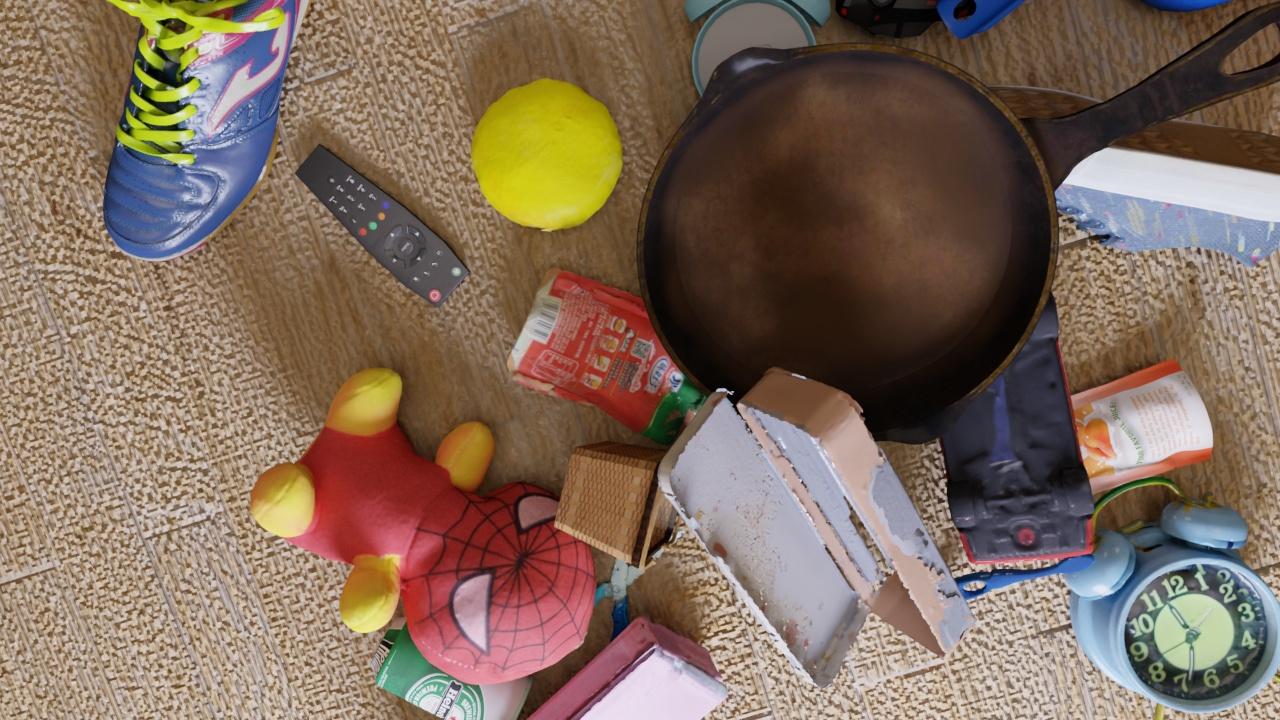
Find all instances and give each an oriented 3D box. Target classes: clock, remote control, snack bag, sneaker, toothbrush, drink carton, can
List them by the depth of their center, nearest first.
[{"bbox_3d":[-0.274,-0.173,0.545,0.116,0.091,0.242,23,98,-4],"label":"sneaker"},{"bbox_3d":[0.070,-0.200,0.552,0.087,0.042,0.123,3,106,3],"label":"clock"},{"bbox_3d":[0.285,-0.104,0.553,0.235,0.087,0.079,12,129,4],"label":"sneaker"},{"bbox_3d":[-0.003,0.003,0.592,0.155,0.044,0.087,23,103,-6],"label":"snack bag"},{"bbox_3d":[0.339,0.151,0.592,0.118,0.060,0.162,-27,92,6],"label":"clock"},{"bbox_3d":[-0.167,-0.088,0.594,0.124,0.010,0.039,42,96,-4],"label":"remote control"},{"bbox_3d":[0.295,0.052,0.594,0.122,0.038,0.069,-21,91,11],"label":"drink carton"},{"bbox_3d":[0.227,0.145,0.598,0.133,0.016,0.021,-25,104,27],"label":"toothbrush"},{"bbox_3d":[-0.126,0.209,0.612,0.101,0.053,0.053,27,97,-2],"label":"can"}]

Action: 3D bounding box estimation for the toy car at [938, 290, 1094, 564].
[{"bbox_3d":[0.226,0.032,0.574,0.082,0.056,0.189,-11,89,20],"label":"toy car"}]

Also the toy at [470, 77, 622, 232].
[{"bbox_3d":[-0.058,-0.128,0.572,0.095,0.041,0.094,5,93,1],"label":"toy"}]

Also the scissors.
[{"bbox_3d":[-0.008,0.163,0.626,0.133,0.015,0.103,-43,91,2],"label":"scissors"}]

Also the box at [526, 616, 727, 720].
[{"bbox_3d":[-0.051,0.267,0.601,0.233,0.046,0.098,-43,134,6],"label":"box"}]

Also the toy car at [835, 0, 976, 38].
[{"bbox_3d":[0.163,-0.215,0.556,0.092,0.042,0.036,1,123,0],"label":"toy car"}]

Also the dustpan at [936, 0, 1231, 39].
[{"bbox_3d":[0.274,-0.271,0.528,0.257,0.059,0.245,-38,95,2],"label":"dustpan"}]

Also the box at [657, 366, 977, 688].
[{"bbox_3d":[0.116,0.104,0.536,0.108,0.094,0.216,-5,131,40],"label":"box"}]

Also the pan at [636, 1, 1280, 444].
[{"bbox_3d":[0.168,-0.091,0.507,0.357,0.043,0.249,-26,106,19],"label":"pan"}]

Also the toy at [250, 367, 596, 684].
[{"bbox_3d":[-0.125,0.112,0.574,0.216,0.099,0.147,38,65,-5],"label":"toy"}]

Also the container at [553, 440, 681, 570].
[{"bbox_3d":[-0.007,0.083,0.567,0.061,0.114,0.063,15,91,12],"label":"container"}]
